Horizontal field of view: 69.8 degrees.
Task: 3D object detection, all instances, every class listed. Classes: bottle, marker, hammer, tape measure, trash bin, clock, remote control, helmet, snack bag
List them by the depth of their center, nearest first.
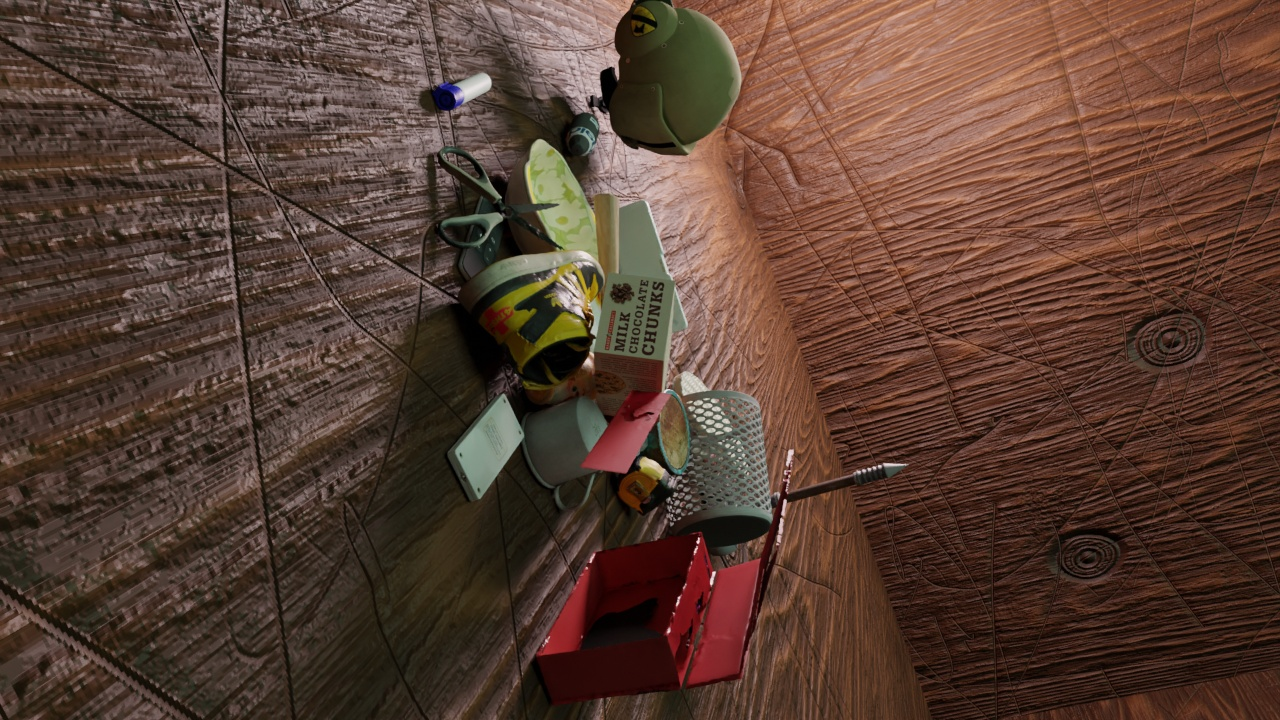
[{"bbox_3d":[-0.143,0.079,0.861,0.135,0.011,0.050,-62,131,-67],"label":"remote control"},{"bbox_3d":[-0.171,-0.126,0.993,0.146,0.008,0.045,-87,153,-50],"label":"remote control"},{"bbox_3d":[-0.006,0.006,0.999,0.207,0.070,0.094,91,7,-61],"label":"snack bag"},{"bbox_3d":[-0.085,0.023,1.014,0.109,0.063,0.063,-15,87,-65],"label":"bottle"},{"bbox_3d":[-0.204,-0.313,1.060,0.027,0.023,0.133,44,24,-12],"label":"marker"},{"bbox_3d":[-0.036,-0.041,1.119,0.117,0.051,0.322,9,78,-71],"label":"hammer"},{"bbox_3d":[0.002,0.155,1.140,0.064,0.066,0.037,44,28,-10],"label":"tape measure"},{"bbox_3d":[0.014,0.082,1.234,0.121,0.073,0.157,45,43,-55],"label":"clock"},{"bbox_3d":[0.106,0.159,1.314,0.156,0.157,0.183,45,33,-55],"label":"trash bin"},{"bbox_3d":[-0.090,-0.343,1.405,0.112,0.047,0.047,-81,148,-55],"label":"bottle"},{"bbox_3d":[0.249,0.205,1.413,0.155,0.323,0.043,-80,147,-57],"label":"hammer"},{"bbox_3d":[0.036,-0.460,1.523,0.250,0.256,0.232,31,40,-63],"label":"helmet"}]

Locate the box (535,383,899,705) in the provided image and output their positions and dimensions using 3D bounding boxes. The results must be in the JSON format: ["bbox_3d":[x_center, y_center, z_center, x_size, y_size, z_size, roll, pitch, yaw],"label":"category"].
[{"bbox_3d":[0.091,0.194,0.861,0.124,0.379,0.211,53,21,-5],"label":"box"}]

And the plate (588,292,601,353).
[{"bbox_3d":[-0.056,-0.064,1.268,0.186,0.016,0.187,-75,143,-61],"label":"plate"}]

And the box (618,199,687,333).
[{"bbox_3d":[-0.005,-0.124,1.345,0.122,0.078,0.197,-19,-91,66],"label":"box"}]

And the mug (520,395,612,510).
[{"bbox_3d":[-0.072,0.098,0.964,0.113,0.071,0.084,70,17,0],"label":"mug"}]

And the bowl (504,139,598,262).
[{"bbox_3d":[-0.114,-0.171,1.129,0.219,0.060,0.188,21,52,-69],"label":"bowl"}]

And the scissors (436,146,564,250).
[{"bbox_3d":[-0.155,-0.159,0.962,0.170,0.013,0.157,42,46,-5],"label":"scissors"}]

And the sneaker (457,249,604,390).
[{"bbox_3d":[-0.082,-0.044,0.973,0.122,0.086,0.238,55,27,11],"label":"sneaker"}]

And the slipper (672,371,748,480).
[{"bbox_3d":[0.111,0.120,1.541,0.263,0.052,0.114,50,29,-41],"label":"slipper"}]
